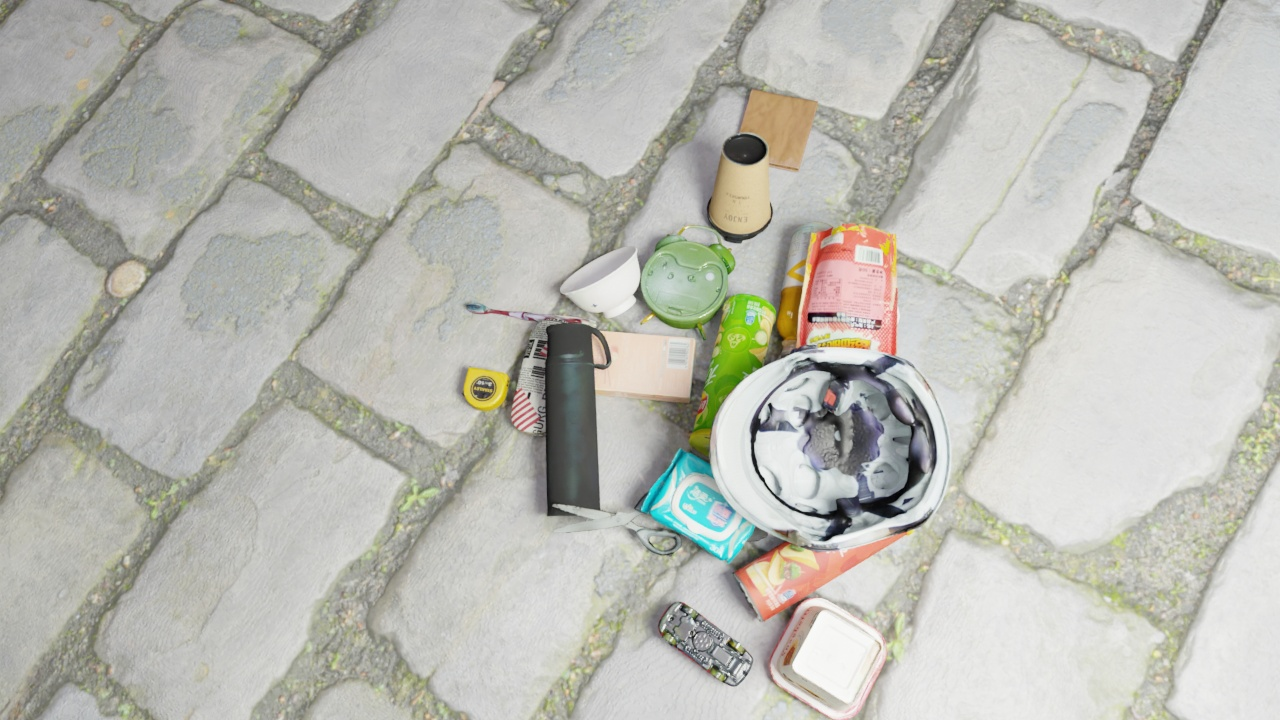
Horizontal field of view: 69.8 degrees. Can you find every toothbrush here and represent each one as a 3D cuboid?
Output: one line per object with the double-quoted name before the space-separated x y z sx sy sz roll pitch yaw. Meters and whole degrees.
"toothbrush" -0.152 -0.063 1.272 0.188 0.017 0.016 8 73 9

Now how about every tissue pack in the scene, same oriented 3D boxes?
"tissue pack" 0.078 0.177 1.117 0.133 0.050 0.093 30 86 11

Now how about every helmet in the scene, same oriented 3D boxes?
"helmet" 0.217 0.097 1.057 0.259 0.145 0.229 -10 85 13

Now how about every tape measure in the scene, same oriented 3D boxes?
"tape measure" -0.208 0.040 1.237 0.060 0.029 0.057 8 71 8

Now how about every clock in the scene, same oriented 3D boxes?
"clock" 0.065 -0.113 1.247 0.116 0.056 0.161 15 74 10

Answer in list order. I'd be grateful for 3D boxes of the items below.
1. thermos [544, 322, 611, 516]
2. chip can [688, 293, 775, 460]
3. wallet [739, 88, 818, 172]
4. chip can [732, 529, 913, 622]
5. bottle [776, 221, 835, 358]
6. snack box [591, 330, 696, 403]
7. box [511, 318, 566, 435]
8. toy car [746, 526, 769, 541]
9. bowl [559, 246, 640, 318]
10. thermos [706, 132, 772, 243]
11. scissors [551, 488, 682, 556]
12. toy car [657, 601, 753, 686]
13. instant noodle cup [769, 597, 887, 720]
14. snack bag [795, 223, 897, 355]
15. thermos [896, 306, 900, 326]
"thermos" -0.077 0.076 1.173 0.090 0.069 0.242 2 81 -22
"chip can" 0.120 0.018 1.170 0.072 0.073 0.220 11 62 9
"wallet" 0.195 -0.334 1.329 0.101 0.020 0.115 14 76 12
"chip can" 0.218 0.231 1.107 0.216 0.073 0.073 -29 71 -4
"bottle" 0.221 -0.089 1.216 0.068 0.068 0.189 11 73 9
"snack box" -0.007 0.007 1.229 0.157 0.026 0.084 5 72 8
"box" -0.129 0.023 1.232 0.068 0.052 0.164 15 74 -4
"toy car" 0.130 0.168 1.156 0.056 0.037 0.122 -16 78 7
"bowl" -0.042 -0.097 1.240 0.118 0.118 0.065 -33 110 -6
"thermos" 0.137 -0.234 1.241 0.093 0.143 0.092 -1 58 1
"scissors" -0.022 0.194 1.136 0.165 0.014 0.162 44 60 -4
"toy car" 0.076 0.339 1.098 0.120 0.045 0.052 36 76 10
"instant noodle cup" 0.217 0.337 1.043 0.117 0.124 0.116 29 76 14
"snack bag" 0.259 -0.064 1.143 0.129 0.073 0.207 3 76 14
"thermos" 0.285 0.000 1.187 0.087 0.067 0.198 22 71 -19
